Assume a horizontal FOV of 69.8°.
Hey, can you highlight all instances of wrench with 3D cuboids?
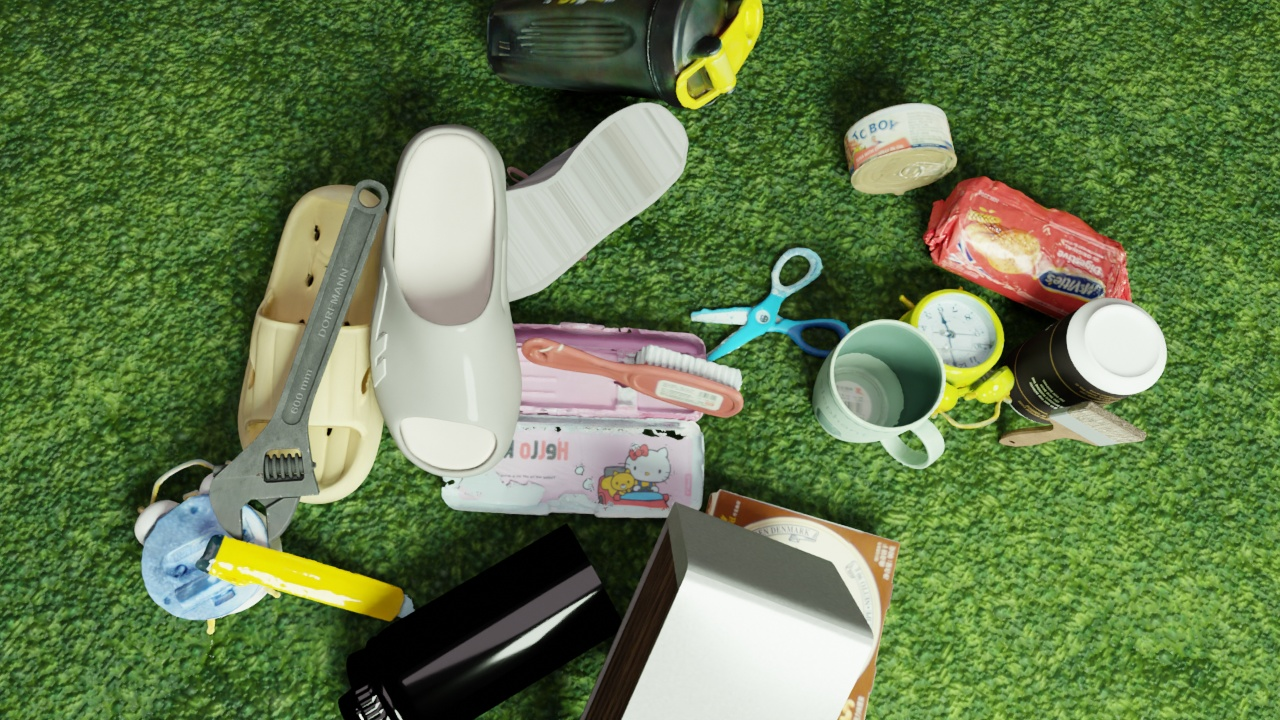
[{"bbox_3d":[-0.236,-0.001,0.656,0.073,0.018,0.273,19,86,-15],"label":"wrench"}]

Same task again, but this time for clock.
[{"bbox_3d":[-0.318,0.131,0.675,0.088,0.052,0.125,-27,78,-9],"label":"clock"},{"bbox_3d":[0.249,-0.001,0.733,0.083,0.057,0.119,-10,70,-8],"label":"clock"}]

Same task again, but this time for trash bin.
[{"bbox_3d":[0.035,0.228,0.585,0.114,0.114,0.229,22,100,-5],"label":"trash bin"}]

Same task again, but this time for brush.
[{"bbox_3d":[-0.004,0.004,0.695,0.172,0.041,0.030,15,55,-3],"label":"brush"},{"bbox_3d":[0.305,0.052,0.678,0.045,0.143,0.008,29,77,-4],"label":"brush"}]

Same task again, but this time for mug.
[{"bbox_3d":[0.183,0.035,0.697,0.084,0.104,0.111,-37,79,-12],"label":"mug"}]

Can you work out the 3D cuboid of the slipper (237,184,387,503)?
[{"bbox_3d":[-0.253,-0.024,0.708,0.111,0.079,0.261,3,75,1],"label":"slipper"}]

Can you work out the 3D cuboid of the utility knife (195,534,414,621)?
[{"bbox_3d":[-0.234,0.160,0.657,0.159,0.017,0.030,24,76,-23],"label":"utility knife"}]

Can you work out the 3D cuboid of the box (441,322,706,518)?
[{"bbox_3d":[-0.049,0.046,0.720,0.201,0.037,0.152,3,78,-2],"label":"box"}]

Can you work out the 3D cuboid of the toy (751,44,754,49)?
[{"bbox_3d":[0.013,-0.334,0.797,0.134,0.087,0.193,-27,79,-5],"label":"toy"}]

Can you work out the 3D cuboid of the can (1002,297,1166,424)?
[{"bbox_3d":[0.332,0.004,0.699,0.072,0.129,0.071,1,75,-3],"label":"can"}]

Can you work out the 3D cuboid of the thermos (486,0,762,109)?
[{"bbox_3d":[-0.019,-0.252,0.731,0.221,0.098,0.098,13,73,30],"label":"thermos"}]

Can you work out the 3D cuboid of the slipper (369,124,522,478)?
[{"bbox_3d":[-0.143,-0.047,0.663,0.113,0.080,0.265,2,86,-1],"label":"slipper"}]

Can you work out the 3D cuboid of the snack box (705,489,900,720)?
[{"bbox_3d":[0.106,0.186,0.686,0.147,0.041,0.143,16,76,1],"label":"snack box"}]

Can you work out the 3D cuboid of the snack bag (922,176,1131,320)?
[{"bbox_3d":[0.320,-0.088,0.751,0.176,0.082,0.082,24,75,3],"label":"snack bag"}]

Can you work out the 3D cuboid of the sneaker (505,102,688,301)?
[{"bbox_3d":[-0.065,-0.125,0.748,0.236,0.089,0.099,-30,97,11],"label":"sneaker"}]

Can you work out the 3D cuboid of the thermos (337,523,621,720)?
[{"bbox_3d":[-0.118,0.202,0.648,0.198,0.086,0.086,-29,78,-10],"label":"thermos"}]

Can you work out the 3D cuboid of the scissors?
[{"bbox_3d":[0.112,-0.027,0.759,0.139,0.013,0.117,-36,81,-14],"label":"scissors"}]

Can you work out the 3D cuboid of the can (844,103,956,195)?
[{"bbox_3d":[0.215,-0.174,0.763,0.086,0.086,0.043,-5,76,-4],"label":"can"}]
